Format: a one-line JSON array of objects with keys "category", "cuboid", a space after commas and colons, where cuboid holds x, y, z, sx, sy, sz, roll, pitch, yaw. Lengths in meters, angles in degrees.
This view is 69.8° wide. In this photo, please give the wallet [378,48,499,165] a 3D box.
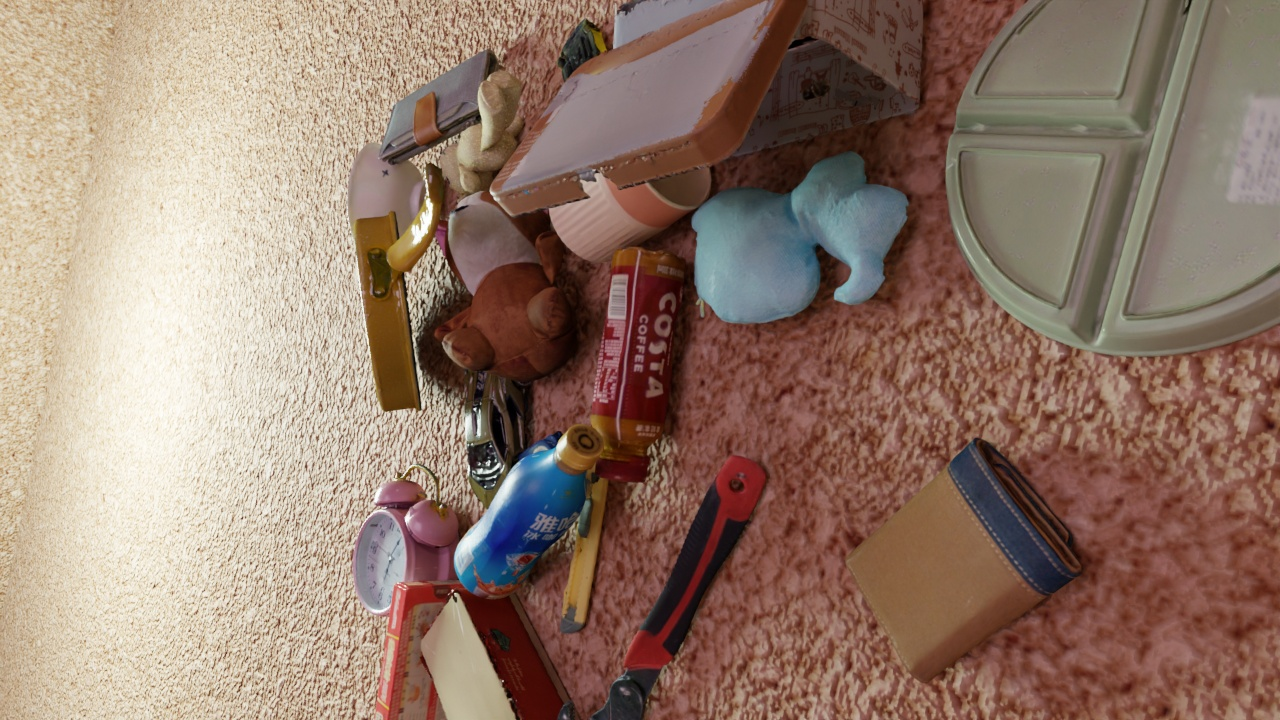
[{"category": "wallet", "cuboid": [-0.207, -0.257, 0.932, 0.130, 0.037, 0.106, -21, 44, 23]}]

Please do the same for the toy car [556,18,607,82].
[{"category": "toy car", "cuboid": [-0.045, -0.259, 0.810, 0.048, 0.032, 0.105, -47, 41, 30]}]

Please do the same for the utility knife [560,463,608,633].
[{"category": "utility knife", "cuboid": [-0.041, 0.125, 0.752, 0.031, 0.021, 0.204, 8, 84, 41]}]

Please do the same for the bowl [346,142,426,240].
[{"category": "bowl", "cuboid": [-0.257, -0.170, 0.980, 0.065, 0.118, 0.118, 7, 87, 7]}]

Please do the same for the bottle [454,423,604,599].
[{"category": "bottle", "cuboid": [-0.087, 0.119, 0.728, 0.219, 0.065, 0.065, -53, 49, 43]}]

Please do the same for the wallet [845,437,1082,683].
[{"category": "wallet", "cuboid": [0.176, 0.113, 0.514, 0.115, 0.033, 0.090, -51, 48, 28]}]

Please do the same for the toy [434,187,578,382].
[{"category": "toy", "cuboid": [-0.125, -0.079, 0.800, 0.140, 0.130, 0.199, -22, 53, 11]}]

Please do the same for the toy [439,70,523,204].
[{"category": "toy", "cuboid": [-0.150, -0.209, 0.866, 0.158, 0.066, 0.105, -47, 21, 57]}]

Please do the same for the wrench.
[{"category": "wrench", "cuboid": [0.017, 0.186, 0.667, 0.056, 0.016, 0.274, 33, 107, 12]}]

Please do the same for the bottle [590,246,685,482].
[{"category": "bottle", "cuboid": [-0.004, 0.004, 0.700, 0.058, 0.057, 0.175, 6, 87, 46]}]

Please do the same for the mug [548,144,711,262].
[{"category": "mug", "cuboid": [-0.007, -0.144, 0.721, 0.106, 0.081, 0.114, -28, 35, 44]}]

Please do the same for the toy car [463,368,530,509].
[{"category": "toy car", "cuboid": [-0.132, 0.061, 0.837, 0.070, 0.042, 0.158, -17, 73, 44]}]

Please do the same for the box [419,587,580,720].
[{"category": "box", "cuboid": [-0.126, 0.277, 0.765, 0.091, 0.076, 0.168, -56, 48, 22]}]

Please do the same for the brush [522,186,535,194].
[{"category": "brush", "cuboid": [-0.025, -0.215, 0.732, 0.255, 0.046, 0.083, -45, 59, 9]}]

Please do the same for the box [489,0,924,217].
[{"category": "box", "cuboid": [0.044, -0.176, 0.561, 0.180, 0.269, 0.134, -4, 110, 45]}]

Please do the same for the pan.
[{"category": "pan", "cuboid": [-0.215, -0.075, 0.832, 0.358, 0.078, 0.197, 119, 141, -68]}]

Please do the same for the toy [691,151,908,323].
[{"category": "toy", "cuboid": [0.094, -0.077, 0.618, 0.156, 0.049, 0.161, -49, 49, 20]}]

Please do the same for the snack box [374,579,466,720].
[{"category": "snack box", "cuboid": [-0.198, 0.279, 0.839, 0.025, 0.075, 0.153, 5, 87, 46]}]

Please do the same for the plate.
[{"category": "plate", "cuboid": [0.260, -0.117, 0.470, 0.231, 0.027, 0.230, -10, 77, 45]}]

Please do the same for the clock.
[{"category": "clock", "cuboid": [-0.227, 0.179, 0.899, 0.117, 0.059, 0.158, 25, 99, 45]}]

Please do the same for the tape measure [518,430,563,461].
[{"category": "tape measure", "cuboid": [-0.078, 0.093, 0.785, 0.058, 0.025, 0.054, -36, 60, 41]}]
